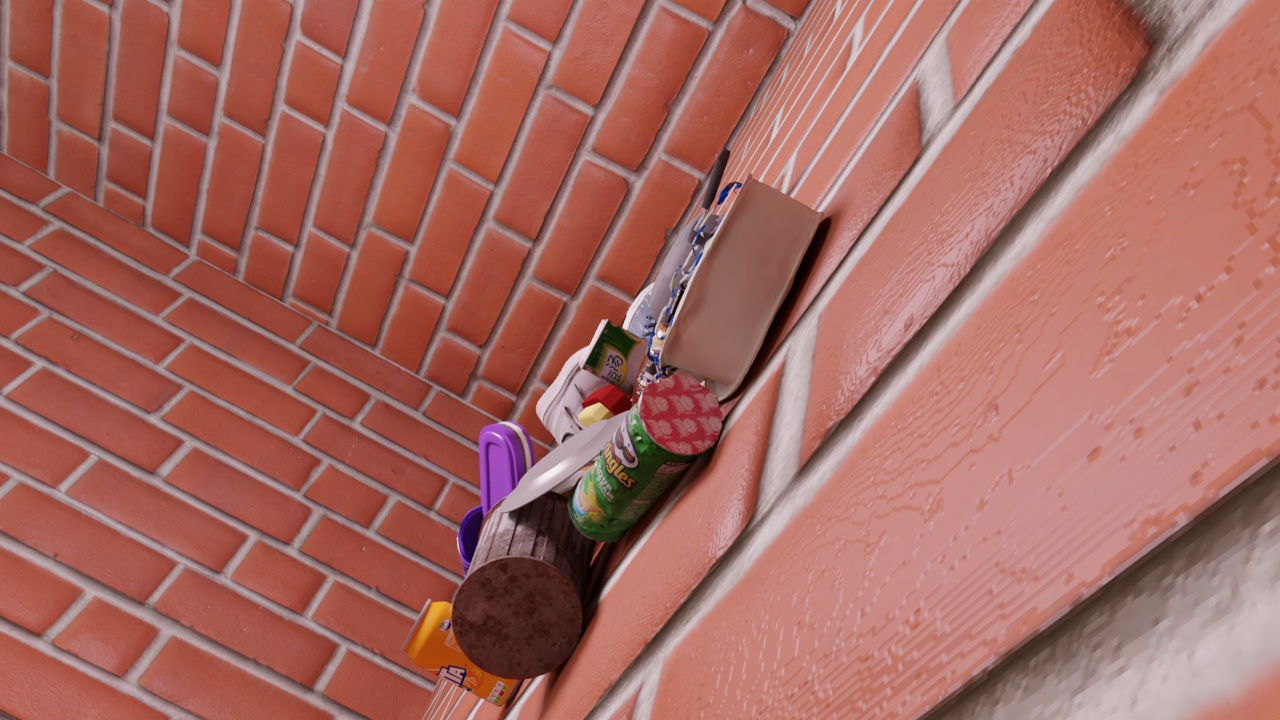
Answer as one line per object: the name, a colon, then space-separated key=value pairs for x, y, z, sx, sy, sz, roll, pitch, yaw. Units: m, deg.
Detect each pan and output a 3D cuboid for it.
pan: x=0.071 y=-0.170 z=1.231 sx=0.178 sy=0.041 sz=0.358 roll=-59 pitch=-6 yaw=-24

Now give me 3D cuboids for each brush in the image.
brush: x=-0.035 y=0.077 z=1.131 sx=0.041 sy=0.082 sz=0.173 roll=-43 pitch=3 yaw=-13

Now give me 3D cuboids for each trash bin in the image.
trash bin: x=-0.116 y=0.221 z=0.951 sx=0.131 sy=0.131 sz=0.211 roll=-61 pitch=6 yaw=8

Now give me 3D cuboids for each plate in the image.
plate: x=-0.079 y=0.101 z=0.969 sx=0.178 sy=0.012 sz=0.178 roll=-35 pitch=6 yaw=4

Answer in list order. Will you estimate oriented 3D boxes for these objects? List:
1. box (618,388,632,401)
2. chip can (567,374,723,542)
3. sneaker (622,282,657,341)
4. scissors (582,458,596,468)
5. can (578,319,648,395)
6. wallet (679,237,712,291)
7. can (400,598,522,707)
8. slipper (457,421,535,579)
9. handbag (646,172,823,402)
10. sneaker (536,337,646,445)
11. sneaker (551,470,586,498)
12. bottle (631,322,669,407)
box: x=-0.016 y=0.065 z=1.215 sx=0.043 sy=0.083 sz=0.187 roll=-47 pitch=-5 yaw=-29
chip can: x=-0.003 y=0.094 z=0.816 sx=0.075 sy=0.075 sz=0.224 roll=-64 pitch=5 yaw=-35
sneaker: x=0.010 y=-0.027 z=1.423 sx=0.235 sy=0.087 sz=0.079 roll=-65 pitch=10 yaw=-12
scissors: x=-0.062 y=0.139 z=1.263 sx=0.193 sy=0.180 sz=0.015 roll=9 pitch=-110 yaw=-67
can: x=-0.007 y=0.006 z=1.096 sx=0.067 sy=0.121 sz=0.067 roll=-61 pitch=4 yaw=6
wallet: x=0.111 y=-0.144 z=1.176 sx=0.101 sy=0.054 sz=0.131 roll=-41 pitch=16 yaw=55
can: x=-0.207 y=0.349 z=1.099 sx=0.079 sy=0.142 sz=0.079 roll=-61 pitch=4 yaw=7
slipper: x=-0.179 y=0.210 z=1.092 sx=0.107 sy=0.083 sz=0.267 roll=12 pitch=108 yaw=48
handbag: x=0.075 y=-0.058 z=0.822 sx=0.200 sy=0.093 sz=0.200 roll=-63 pitch=-3 yaw=-16
sneaker: x=-0.064 y=0.064 z=1.348 sx=0.264 sy=0.096 sz=0.128 roll=-46 pitch=56 yaw=42
sneaker: x=-0.109 y=0.184 z=1.158 sx=0.242 sy=0.118 sz=0.087 roll=-36 pitch=26 yaw=43
bottle: x=0.017 y=0.043 z=1.017 sx=0.059 sy=0.059 sz=0.166 roll=-77 pitch=8 yaw=-75
